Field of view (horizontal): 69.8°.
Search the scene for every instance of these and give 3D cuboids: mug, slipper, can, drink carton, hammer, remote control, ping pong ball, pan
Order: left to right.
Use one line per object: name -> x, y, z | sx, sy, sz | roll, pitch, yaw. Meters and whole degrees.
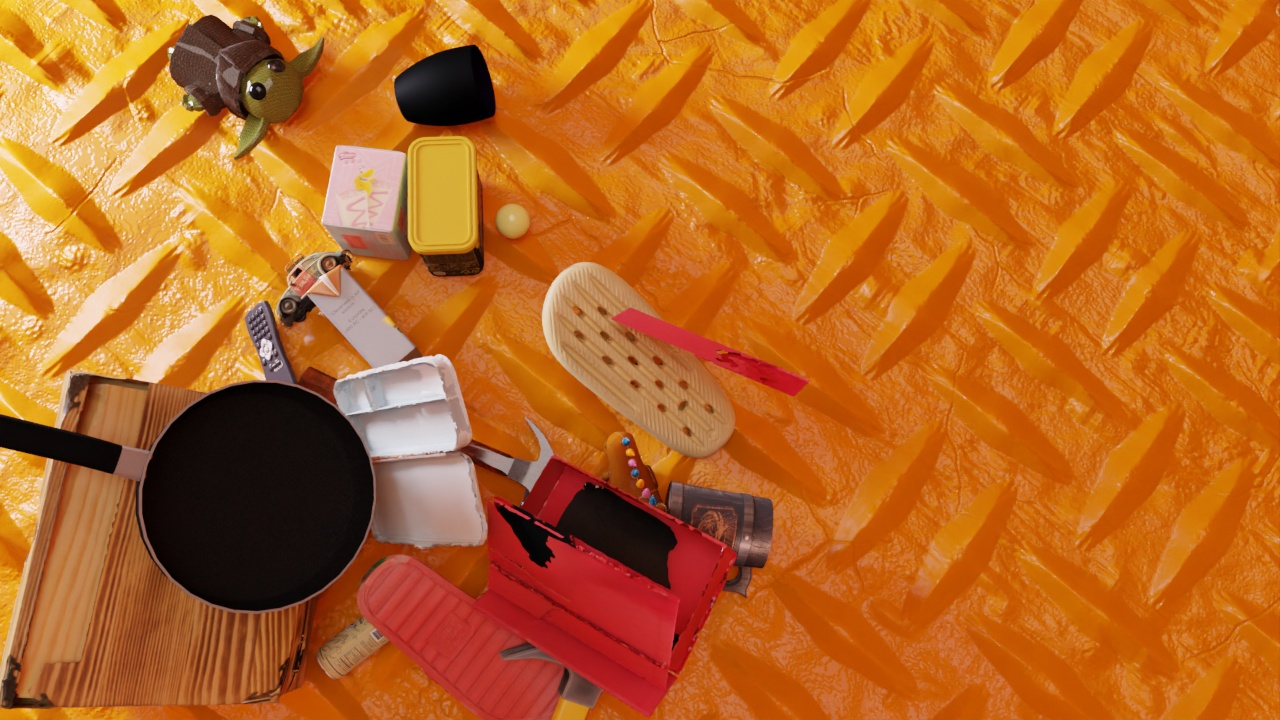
pan -> -0.397, 0.096, 0.778 | 0.355, 0.044, 0.203 | 23, 67, -36
remote control -> -0.406, -0.004, 1.011 | 0.047, 0.009, 0.124 | -30, 77, 32
can -> -0.291, 0.290, 0.947 | 0.079, 0.038, 0.038 | -37, 81, -10
drink carton -> -0.301, -0.039, 1.005 | 0.048, 0.076, 0.125 | -42, 86, -11
hammer -> -0.234, 0.077, 1.005 | 0.301, 0.028, 0.111 | 22, 78, 3
mug -> -0.230, -0.327, 1.079 | 0.100, 0.085, 0.118 | -11, 47, 7
can -> -0.213, -0.167, 1.023 | 0.072, 0.101, 0.130 | -3, 77, -3
slipper -> -0.179, 0.287, 0.942 | 0.248, 0.059, 0.103 | 37, 79, -9
ping pong ball -> -0.147, -0.160, 1.056 | 0.040, 0.040, 0.040 | 1, 77, -3
hammer -> -0.108, 0.433, 0.911 | 0.169, 0.034, 0.324 | 25, 82, -16
slipper -> -0.006, 0.006, 1.010 | 0.261, 0.079, 0.111 | 43, 83, -11
mug -> 0.077, 0.192, 0.974 | 0.107, 0.080, 0.116 | 9, 105, -2

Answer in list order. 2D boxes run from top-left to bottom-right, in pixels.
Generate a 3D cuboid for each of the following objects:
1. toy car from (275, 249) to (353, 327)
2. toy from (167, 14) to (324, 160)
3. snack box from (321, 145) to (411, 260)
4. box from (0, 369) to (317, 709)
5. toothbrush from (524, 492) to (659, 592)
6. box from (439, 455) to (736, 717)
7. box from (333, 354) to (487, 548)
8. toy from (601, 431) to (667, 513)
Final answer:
toy car -> -0.373, -0.089, 1.026 | 0.047, 0.047, 0.111 | 39, 77, 6
toy -> -0.466, -0.334, 1.062 | 0.153, 0.078, 0.179 | 28, 75, 3
snack box -> -0.299, -0.175, 1.026 | 0.079, 0.093, 0.094 | 7, 77, -1
box -> -0.420, 0.172, 0.859 | 0.269, 0.264, 0.278 | 6, 75, -3
toothbrush -> -0.053, 0.197, 0.992 | 0.184, 0.016, 0.015 | -35, 74, -11
box -> -0.115, 0.298, 0.807 | 0.215, 0.138, 0.466 | 25, 60, 22
box -> -0.229, 0.094, 0.916 | 0.037, 0.210, 0.190 | -19, 95, -45
toy -> -0.004, 0.121, 0.966 | 0.070, 0.103, 0.090 | -22, 108, -25
